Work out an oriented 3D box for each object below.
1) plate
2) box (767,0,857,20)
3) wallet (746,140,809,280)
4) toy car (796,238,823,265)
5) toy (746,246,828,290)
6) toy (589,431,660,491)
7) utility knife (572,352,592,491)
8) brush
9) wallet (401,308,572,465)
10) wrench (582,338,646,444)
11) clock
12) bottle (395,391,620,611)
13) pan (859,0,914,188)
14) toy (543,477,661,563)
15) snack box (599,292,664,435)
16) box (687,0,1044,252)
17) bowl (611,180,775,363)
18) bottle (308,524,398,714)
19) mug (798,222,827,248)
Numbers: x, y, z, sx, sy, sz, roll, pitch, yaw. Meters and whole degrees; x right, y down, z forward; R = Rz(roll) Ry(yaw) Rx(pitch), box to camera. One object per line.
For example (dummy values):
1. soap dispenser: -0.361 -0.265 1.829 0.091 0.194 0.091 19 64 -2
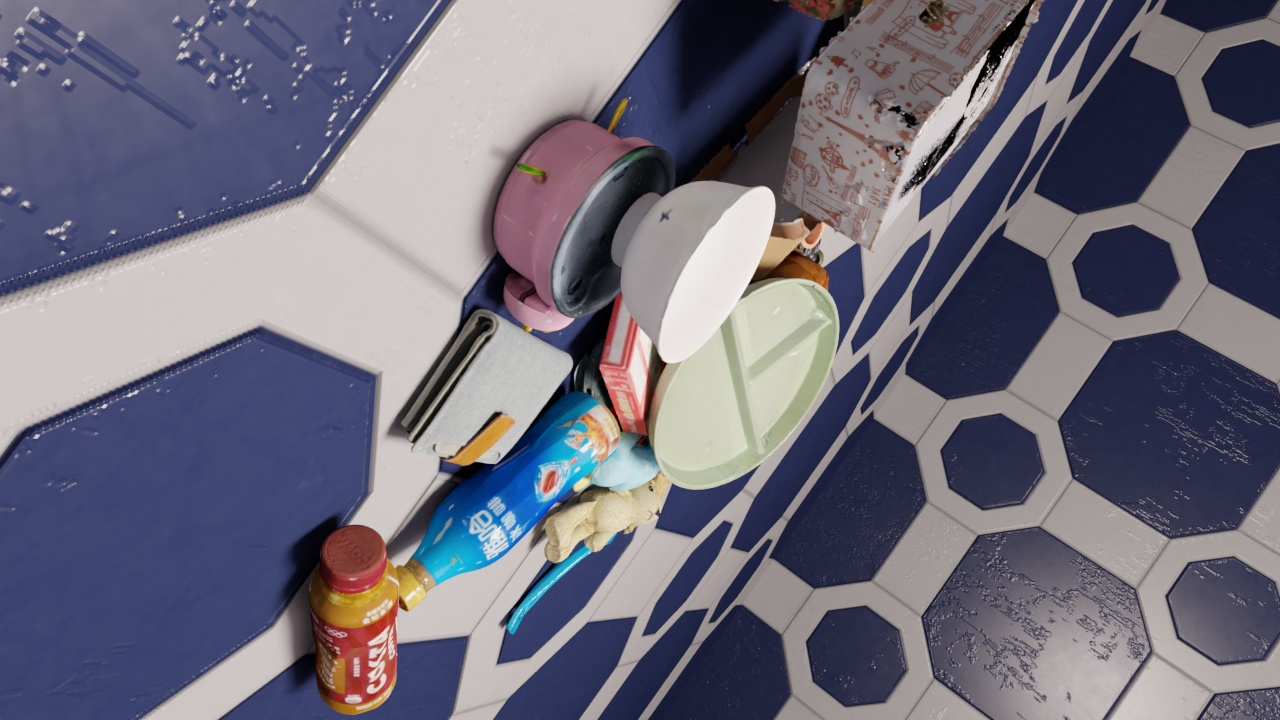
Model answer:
1. plate: 0.097 0.021 0.860 0.229 0.027 0.231 -24 135 -28
2. box: 0.141 -0.294 0.594 0.168 0.091 0.076 -47 156 -20
3. wallet: 0.114 -0.139 0.811 0.090 0.033 0.115 -45 138 -24
4. toy car: 0.158 -0.078 1.045 0.070 0.042 0.158 -17 136 -60
5. toy: 0.127 -0.022 0.962 0.139 0.130 0.200 -34 131 -36
6. toy: 0.030 0.082 0.915 0.156 0.050 0.161 -38 152 7
7. utility knife: -0.051 0.064 0.831 0.030 0.021 0.205 -47 161 -33
8. brush: -0.057 0.205 1.025 0.254 0.046 0.083 -43 161 -20
9. wallet: -0.101 0.027 0.635 0.106 0.037 0.129 -56 160 0
10. wrench: -0.020 0.051 0.876 0.273 0.016 0.056 70 43 -67
11. clock: -0.038 -0.078 0.580 0.117 0.060 0.159 -42 155 -34
12. bottle: -0.107 0.108 0.711 0.218 0.065 0.065 -40 155 -33
13. pan: 0.230 -0.305 0.767 0.197 0.078 0.358 -64 147 -32
14. toy: -0.039 0.161 0.948 0.156 0.066 0.105 -18 120 -45
15. snack box: -0.005 0.005 0.790 0.153 0.025 0.075 74 26 -65
16. box: 0.153 -0.169 0.649 0.179 0.134 0.271 -48 -169 -20
17. bowl: 0.022 -0.064 0.553 0.118 0.065 0.118 -47 158 -27
18. bottle: -0.196 0.179 0.630 0.057 0.057 0.175 -37 153 -41
19. mug: 0.180 -0.166 0.897 0.115 0.082 0.105 -63 157 12
